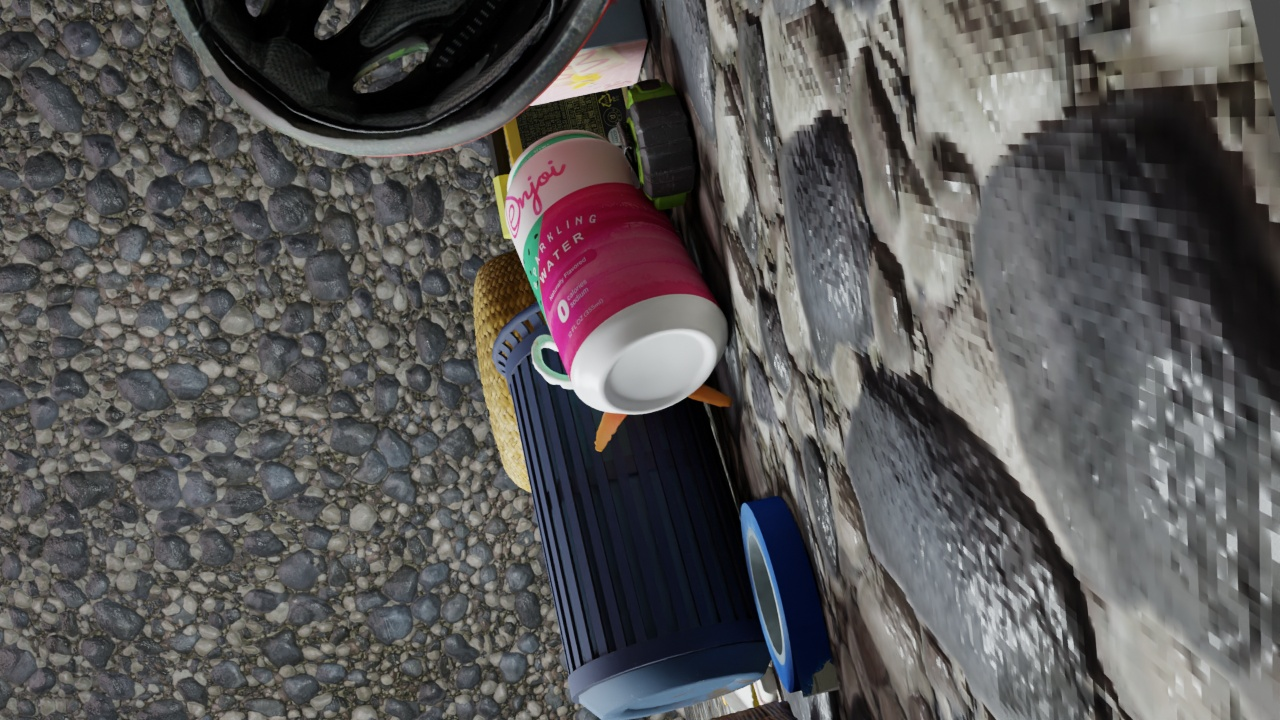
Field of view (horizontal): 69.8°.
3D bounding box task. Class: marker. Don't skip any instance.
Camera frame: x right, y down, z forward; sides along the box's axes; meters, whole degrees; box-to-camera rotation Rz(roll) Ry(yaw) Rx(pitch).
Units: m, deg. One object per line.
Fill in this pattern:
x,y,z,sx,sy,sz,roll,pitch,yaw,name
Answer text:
-0.116,-0.163,0.763,0.021,0.017,0.124,114,145,-84,marker

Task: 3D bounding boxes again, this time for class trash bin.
-0.005,0.090,0.591,0.139,0.139,0.249,84,171,-63,trash bin

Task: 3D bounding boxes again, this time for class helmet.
-0.117,-0.225,0.447,0.217,0.273,0.166,37,-148,-22,helmet

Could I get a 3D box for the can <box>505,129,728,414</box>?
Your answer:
-0.019,-0.053,0.524,0.088,0.088,0.165,82,166,-52,can

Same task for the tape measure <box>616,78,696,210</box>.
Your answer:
0.007,-0.116,0.493,0.059,0.036,0.065,82,175,-51,tape measure

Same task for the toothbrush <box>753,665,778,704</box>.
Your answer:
0.096,0.261,0.543,0.181,0.015,0.018,-105,10,-51,toothbrush

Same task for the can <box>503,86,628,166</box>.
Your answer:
-0.057,-0.178,0.772,0.131,0.101,0.072,114,143,-85,can

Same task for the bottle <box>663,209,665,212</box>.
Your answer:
-0.004,-0.094,0.666,0.161,0.046,0.072,-112,10,-70,bottle

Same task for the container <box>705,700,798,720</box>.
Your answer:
0.048,0.268,0.406,0.114,0.112,0.198,-139,36,-68,container

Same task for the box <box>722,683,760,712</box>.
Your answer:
0.053,0.216,0.771,0.210,0.023,0.127,-169,63,-75,box

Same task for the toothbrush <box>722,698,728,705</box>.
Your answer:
0.062,0.231,0.862,0.031,0.031,0.197,-158,55,-81,toothbrush

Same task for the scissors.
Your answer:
-0.005,0.003,0.544,0.011,0.128,0.125,88,-158,-51,scissors

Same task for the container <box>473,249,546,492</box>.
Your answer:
-0.080,0.009,1.074,0.307,0.196,0.307,166,93,-88,container

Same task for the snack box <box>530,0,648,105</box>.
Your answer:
-0.044,-0.225,0.582,0.095,0.079,0.093,174,83,-85,snack box

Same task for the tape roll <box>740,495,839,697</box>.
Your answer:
0.069,0.113,0.446,0.093,0.016,0.091,93,164,-77,tape roll
